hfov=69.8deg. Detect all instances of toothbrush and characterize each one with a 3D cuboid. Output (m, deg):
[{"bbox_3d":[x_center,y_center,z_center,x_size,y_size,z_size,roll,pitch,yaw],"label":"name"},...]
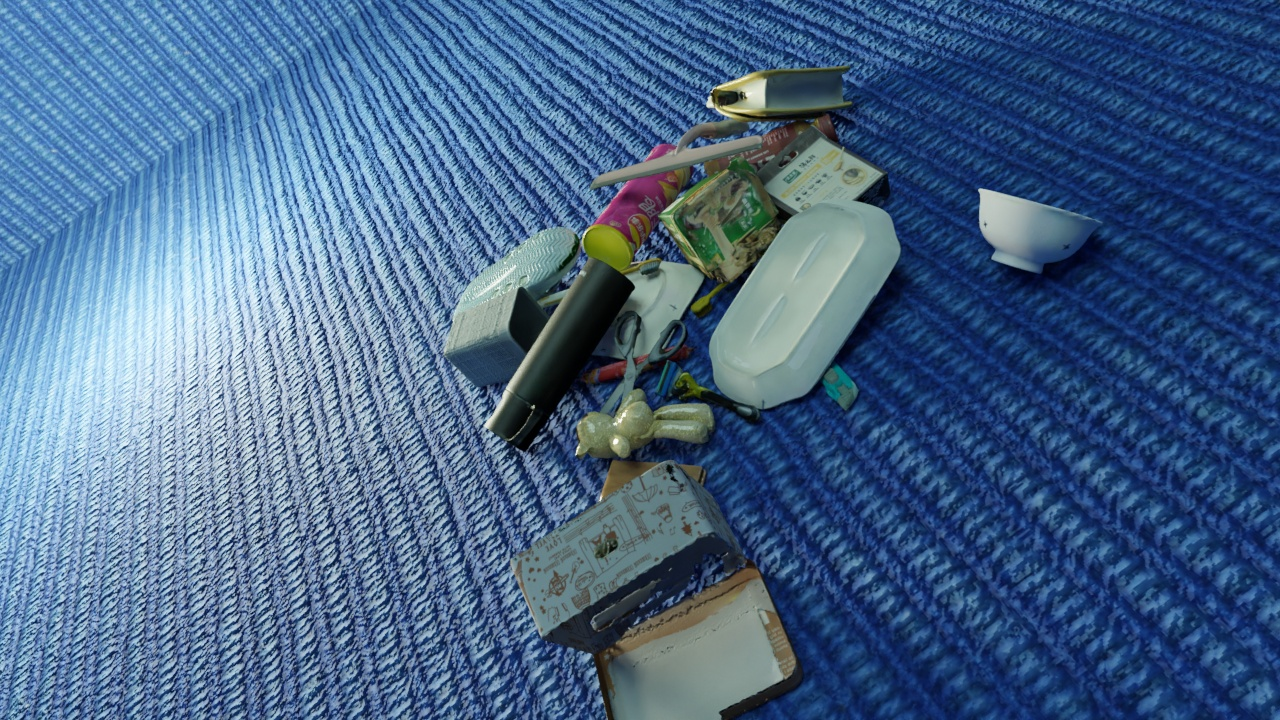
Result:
[{"bbox_3d":[0.135,-0.118,1.129,0.190,0.016,0.016,-41,39,-9],"label":"toothbrush"},{"bbox_3d":[-0.058,-0.096,1.188,0.192,0.016,0.018,-18,50,23],"label":"toothbrush"}]

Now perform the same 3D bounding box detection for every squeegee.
[{"bbox_3d":[0.089,-0.296,1.213,0.248,0.040,0.248,-7,19,33],"label":"squeegee"}]

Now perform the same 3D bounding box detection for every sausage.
[{"bbox_3d":[-0.007,0.006,1.104,0.156,0.020,0.020,-16,44,22],"label":"sausage"}]

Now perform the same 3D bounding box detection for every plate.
[{"bbox_3d":[-0.012,-0.075,1.174,0.164,0.034,0.164,7,56,40],"label":"plate"},{"bbox_3d":[0.169,-0.072,1.003,0.162,0.034,0.265,31,85,47],"label":"plate"}]

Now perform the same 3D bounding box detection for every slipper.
[{"bbox_3d":[-0.170,-0.098,1.282,0.246,0.074,0.103,-25,40,37],"label":"slipper"}]

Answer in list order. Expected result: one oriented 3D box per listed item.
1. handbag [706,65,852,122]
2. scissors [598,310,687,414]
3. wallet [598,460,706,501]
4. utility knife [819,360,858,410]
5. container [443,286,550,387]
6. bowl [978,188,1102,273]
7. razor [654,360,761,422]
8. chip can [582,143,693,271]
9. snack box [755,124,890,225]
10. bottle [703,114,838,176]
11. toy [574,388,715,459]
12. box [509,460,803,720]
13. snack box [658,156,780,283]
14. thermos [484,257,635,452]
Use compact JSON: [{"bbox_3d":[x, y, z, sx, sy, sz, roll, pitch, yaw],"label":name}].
[{"bbox_3d":[0.177,-0.354,1.247,0.163,0.063,0.179,-12,12,-30],"label":"handbag"},{"bbox_3d":[-0.010,0.012,1.078,0.175,0.014,0.159,-31,53,10],"label":"scissors"},{"bbox_3d":[0.005,0.152,0.957,0.115,0.020,0.101,-2,52,30],"label":"wallet"},{"bbox_3d":[0.187,0.000,0.980,0.029,0.013,0.157,-35,40,1],"label":"utility knife"},{"bbox_3d":[-0.187,-0.026,1.209,0.114,0.090,0.090,-17,43,25],"label":"container"},{"bbox_3d":[0.385,-0.124,0.912,0.118,0.118,0.065,33,113,48],"label":"bowl"},{"bbox_3d":[0.078,0.040,1.011,0.143,0.022,0.043,22,96,41],"label":"razor"},{"bbox_3d":[0.000,-0.211,1.240,0.072,0.071,0.209,0,41,34],"label":"chip can"},{"bbox_3d":[0.216,-0.209,1.113,0.113,0.053,0.125,-41,53,-8],"label":"snack box"},{"bbox_3d":[0.173,-0.274,1.218,0.175,0.057,0.057,-19,43,19],"label":"bottle"},{"bbox_3d":[0.004,0.076,1.003,0.157,0.066,0.104,-8,40,20],"label":"toy"},{"bbox_3d":[0.017,0.228,0.792,0.183,0.156,0.192,-33,57,7],"label":"box"},{"bbox_3d":[0.087,-0.170,1.123,0.118,0.117,0.106,-40,23,-12],"label":"snack box"},{"bbox_3d":[-0.093,-0.004,1.101,0.242,0.068,0.090,-59,26,-7],"label":"thermos"}]
